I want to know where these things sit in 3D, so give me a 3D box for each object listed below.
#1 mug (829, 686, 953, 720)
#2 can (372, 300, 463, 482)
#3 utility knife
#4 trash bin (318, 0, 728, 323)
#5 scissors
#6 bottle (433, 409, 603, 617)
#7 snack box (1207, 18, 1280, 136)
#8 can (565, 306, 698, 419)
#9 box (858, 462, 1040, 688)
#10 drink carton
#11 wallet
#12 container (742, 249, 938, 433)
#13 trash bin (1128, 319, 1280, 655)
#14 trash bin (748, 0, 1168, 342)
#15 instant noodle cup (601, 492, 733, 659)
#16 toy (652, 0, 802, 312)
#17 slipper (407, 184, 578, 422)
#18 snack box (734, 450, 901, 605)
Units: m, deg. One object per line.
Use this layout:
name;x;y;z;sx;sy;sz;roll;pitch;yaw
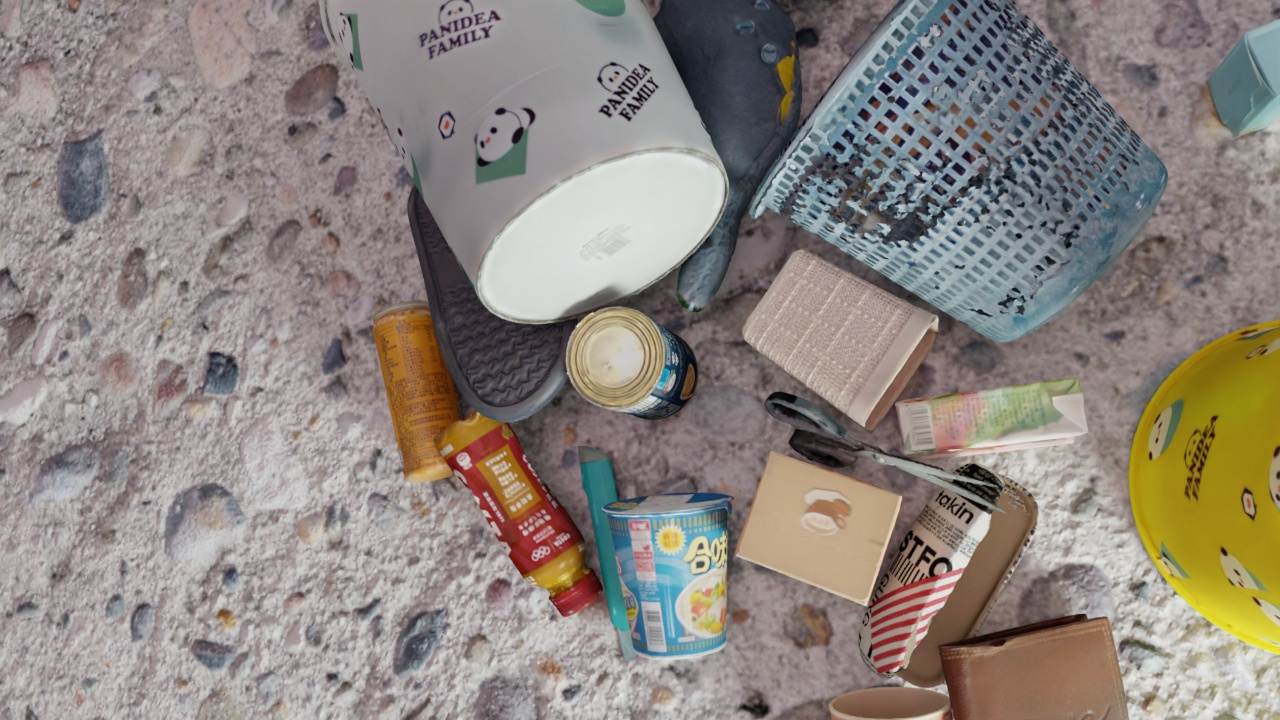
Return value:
mug;0.172;0.285;0.609;0.082;0.114;0.106;-8;83;15
can;-0.184;0.027;0.773;0.058;0.058;0.146;-18;78;13
utility knife;-0.023;0.152;0.735;0.029;0.013;0.174;-13;83;17
trash bin;-0.076;-0.179;0.647;0.230;0.229;0.251;-31;68;10
scissors;0.158;0.063;0.631;0.163;0.165;0.014;37;73;-4
bottle;-0.092;0.119;0.722;0.057;0.057;0.175;-33;91;9
snack box;0.482;-0.213;0.603;0.175;0.074;0.051;-20;77;13
can;-0.004;0.004;0.696;0.075;0.111;0.075;-2;82;16
box;0.220;0.154;0.646;0.086;0.076;0.163;25;93;-17
drink carton;0.246;0.043;0.650;0.123;0.053;0.045;-8;82;15
wallet;0.263;0.229;0.607;0.124;0.032;0.101;-7;81;-14
container;0.144;-0.017;0.670;0.111;0.090;0.090;35;93;20
trash bin;0.419;0.069;0.491;0.230;0.255;0.229;-2;83;15
trash bin;0.217;-0.126;0.610;0.195;0.226;0.226;41;95;5
instant noodle cup;0.025;0.159;0.682;0.099;0.099;0.110;-5;88;15
toy;0.057;-0.214;0.716;0.138;0.091;0.356;-10;78;16
slipper;-0.115;-0.060;0.762;0.111;0.083;0.268;-29;58;5
snack box;0.129;0.116;0.652;0.093;0.094;0.077;19;88;18
